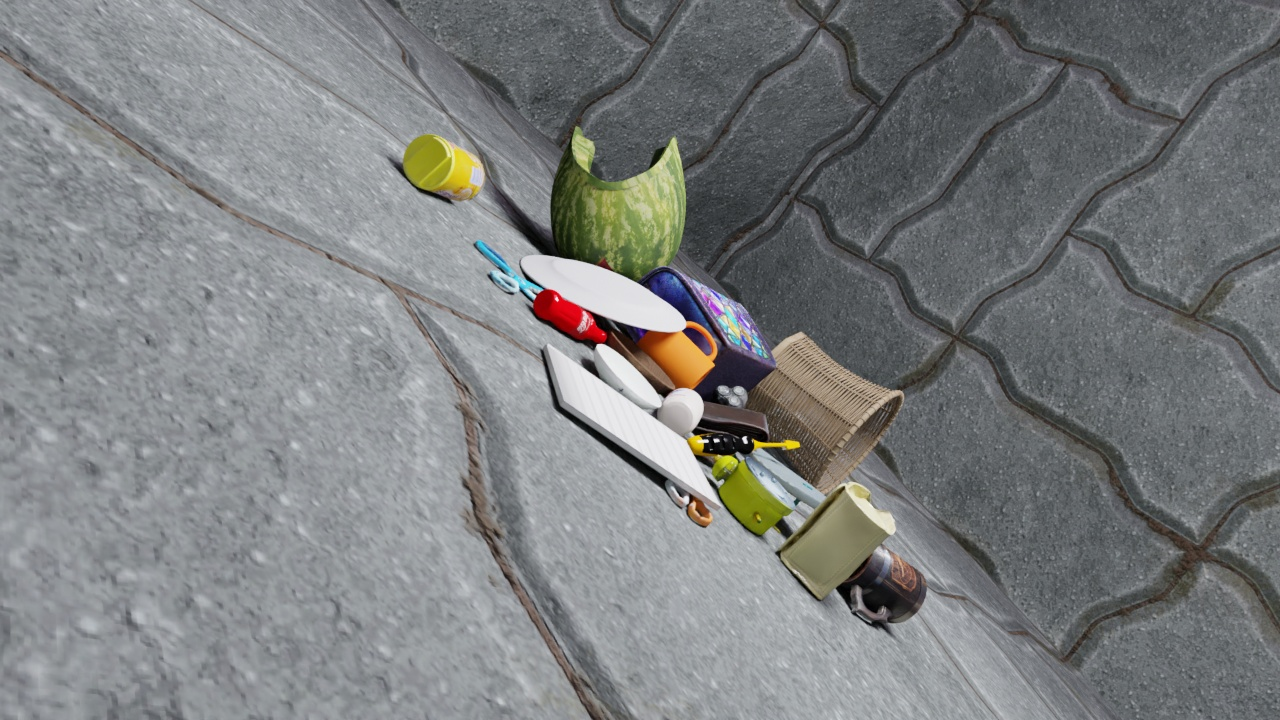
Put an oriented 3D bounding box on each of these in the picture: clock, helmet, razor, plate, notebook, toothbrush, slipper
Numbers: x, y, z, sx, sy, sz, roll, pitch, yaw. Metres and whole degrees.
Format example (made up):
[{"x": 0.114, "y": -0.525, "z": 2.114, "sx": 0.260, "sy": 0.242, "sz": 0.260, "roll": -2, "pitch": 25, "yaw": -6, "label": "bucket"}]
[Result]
[{"x": 0.130, "y": 0.151, "z": 1.081, "sx": 0.083, "sy": 0.057, "sz": 0.119, "roll": 33, "pitch": 16, "yaw": -44, "label": "clock"}, {"x": -0.036, "y": -0.228, "z": 1.464, "sx": 0.248, "sy": 0.213, "sz": 0.242, "roll": 91, "pitch": 7, "yaw": -50, "label": "helmet"}, {"x": 0.150, "y": 0.083, "z": 1.411, "sx": 0.054, "sy": 0.067, "sz": 0.151, "roll": 48, "pitch": 3, "yaw": 31, "label": "razor"}, {"x": -0.021, "y": 0.025, "z": 1.083, "sx": 0.104, "sy": 0.026, "sz": 0.104, "roll": 42, "pitch": 11, "yaw": -11, "label": "plate"}, {"x": -0.011, "y": 0.068, "z": 0.961, "sx": 0.209, "sy": 0.009, "sz": 0.142, "roll": 36, "pitch": 11, "yaw": -24, "label": "notebook"}, {"x": 0.134, "y": 0.108, "z": 1.171, "sx": 0.196, "sy": 0.031, "sz": 0.031, "roll": 4, "pitch": 67, "yaw": -37, "label": "toothbrush"}, {"x": -0.047, "y": -0.100, "z": 1.259, "sx": 0.242, "sy": 0.016, "sz": 0.242, "roll": 21, "pitch": 17, "yaw": -7, "label": "plate"}, {"x": 0.152, "y": 0.146, "z": 1.242, "sx": 0.098, "sy": 0.055, "sz": 0.269, "roll": 30, "pitch": 6, "yaw": -39, "label": "slipper"}]

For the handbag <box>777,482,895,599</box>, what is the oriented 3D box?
[{"x": 0.229, "y": 0.207, "z": 1.072, "sx": 0.081, "sy": 0.119, "sz": 0.111, "roll": 46, "pitch": 14, "yaw": 14, "label": "handbag"}]

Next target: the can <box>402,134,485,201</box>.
[{"x": -0.247, "y": -0.242, "z": 1.163, "sx": 0.067, "sy": 0.068, "sz": 0.105, "roll": 46, "pitch": 11, "yaw": 10, "label": "can"}]

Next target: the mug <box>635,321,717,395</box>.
[{"x": 0.055, "y": -0.010, "z": 1.291, "sx": 0.096, "sy": 0.112, "sz": 0.078, "roll": 45, "pitch": -24, "yaw": 6, "label": "mug"}]

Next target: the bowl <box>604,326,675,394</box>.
[{"x": -0.007, "y": 0.007, "z": 1.189, "sx": 0.118, "sy": 0.030, "sz": 0.117, "roll": 42, "pitch": 7, "yaw": -7, "label": "bowl"}]

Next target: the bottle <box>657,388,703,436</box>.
[{"x": 0.054, "y": 0.061, "z": 1.158, "sx": 0.051, "sy": 0.051, "sz": 0.146, "roll": 45, "pitch": 10, "yaw": 3, "label": "bottle"}]

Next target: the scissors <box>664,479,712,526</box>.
[{"x": 0.052, "y": 0.136, "z": 0.969, "sx": 0.064, "sy": 0.013, "sz": 0.128, "roll": 44, "pitch": 11, "yaw": -4, "label": "scissors"}]

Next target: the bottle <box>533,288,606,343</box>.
[{"x": -0.081, "y": -0.049, "z": 1.116, "sx": 0.119, "sy": 0.036, "sz": 0.036, "roll": 32, "pitch": 16, "yaw": -50, "label": "bottle"}]

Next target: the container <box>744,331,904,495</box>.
[{"x": 0.297, "y": 0.084, "z": 1.560, "sx": 0.196, "sy": 0.227, "sz": 0.226, "roll": 41, "pitch": 8, "yaw": 24, "label": "container"}]

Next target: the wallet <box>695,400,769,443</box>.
[{"x": 0.117, "y": 0.080, "z": 1.261, "sx": 0.120, "sy": 0.031, "sz": 0.099, "roll": 13, "pitch": 11, "yaw": 2, "label": "wallet"}]

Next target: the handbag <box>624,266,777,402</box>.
[{"x": 0.086, "y": -0.047, "z": 1.439, "sx": 0.204, "sy": 0.126, "sz": 0.222, "roll": 20, "pitch": 33, "yaw": -54, "label": "handbag"}]

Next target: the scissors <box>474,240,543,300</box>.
[{"x": -0.157, "y": -0.103, "z": 1.117, "sx": 0.137, "sy": 0.011, "sz": 0.134, "roll": 47, "pitch": 13, "yaw": 23, "label": "scissors"}]

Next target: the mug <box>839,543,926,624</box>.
[{"x": 0.300, "y": 0.289, "z": 1.167, "sx": 0.107, "sy": 0.080, "sz": 0.115, "roll": 38, "pitch": 38, "yaw": -24, "label": "mug"}]
